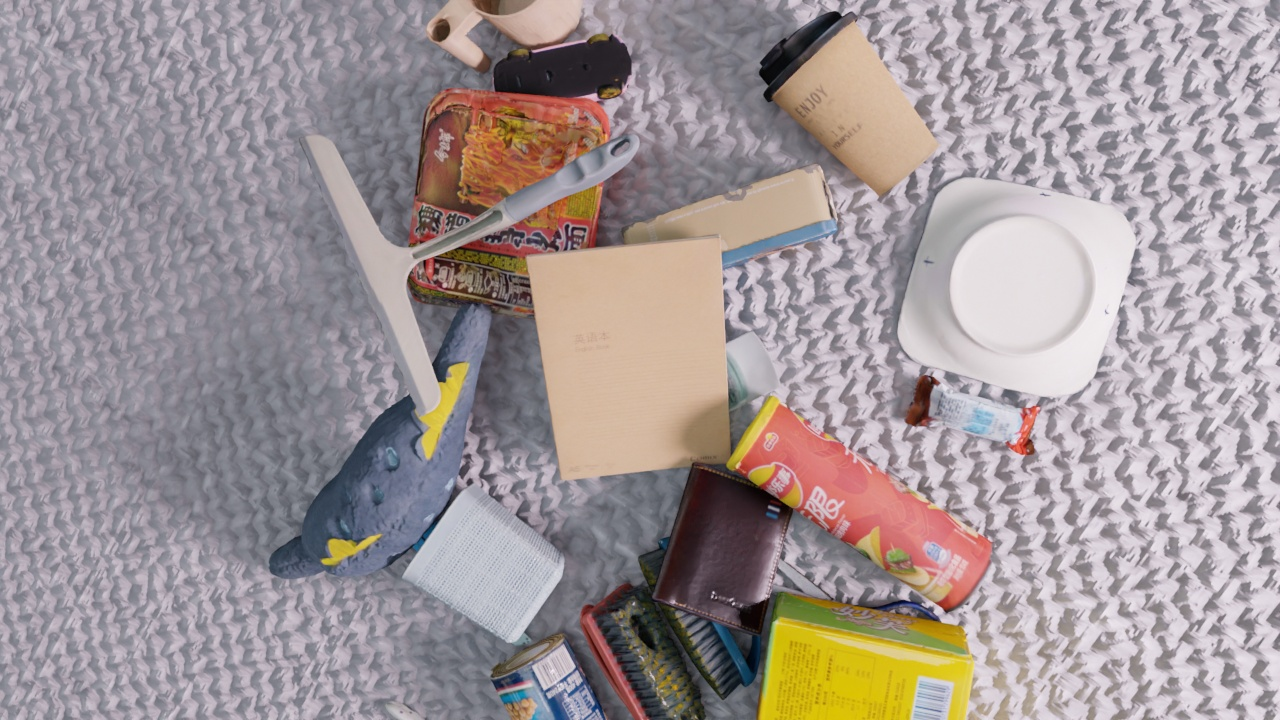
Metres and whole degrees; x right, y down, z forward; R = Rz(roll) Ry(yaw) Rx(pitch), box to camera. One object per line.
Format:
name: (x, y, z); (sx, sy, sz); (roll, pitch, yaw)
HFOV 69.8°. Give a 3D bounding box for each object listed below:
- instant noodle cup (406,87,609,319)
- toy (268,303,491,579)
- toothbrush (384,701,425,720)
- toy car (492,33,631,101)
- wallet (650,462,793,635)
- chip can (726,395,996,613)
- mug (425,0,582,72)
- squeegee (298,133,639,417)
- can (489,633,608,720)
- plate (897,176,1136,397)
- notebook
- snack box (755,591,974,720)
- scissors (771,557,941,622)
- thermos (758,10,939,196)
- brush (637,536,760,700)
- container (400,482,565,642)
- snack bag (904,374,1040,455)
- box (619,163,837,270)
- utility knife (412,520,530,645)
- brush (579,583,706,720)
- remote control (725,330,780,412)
instant noodle cup: (-0.109, -0.133, 0.788); (0.164, 0.079, 0.189); (10, 96, 10)
toy: (-0.225, 0.109, 0.786); (0.357, 0.091, 0.137); (-46, 40, 24)
toothbrush: (-0.162, 0.375, 0.858); (0.187, 0.016, 0.017); (31, 108, 7)
toy car: (-0.067, -0.246, 0.798); (0.122, 0.037, 0.056); (-12, 93, -1)
wallet: (0.071, 0.157, 0.768); (0.096, 0.020, 0.122); (20, 70, -4)
chip can: (0.177, 0.117, 0.751); (0.216, 0.073, 0.073); (34, 98, 6)
mug: (-0.113, -0.298, 0.767); (0.125, 0.103, 0.084); (-43, 85, 10)
squeegee: (-0.111, -0.118, 0.730); (0.246, 0.039, 0.246); (-26, 84, 4)
can: (-0.075, 0.306, 0.807); (0.075, 0.075, 0.111); (-29, 87, 11)
plate: (0.302, -0.059, 0.737); (0.164, 0.034, 0.164); (14, 96, 10)
notebook: (-0.004, 0.004, 0.746); (0.149, 0.012, 0.212); (-6, 120, -1)
snack box: (0.173, 0.310, 0.754); (0.158, 0.070, 0.210); (8, 99, 12)
scissors: (0.180, 0.213, 0.785); (0.147, 0.012, 0.169); (-28, 88, 12)
thermos: (0.167, -0.204, 0.731); (0.093, 0.093, 0.143); (-41, 92, 10)
brush: (0.059, 0.213, 0.789); (0.073, 0.055, 0.144); (-31, 86, -12)
container: (-0.130, 0.176, 0.797); (0.111, 0.090, 0.090); (34, 86, -1)
snack bag: (0.274, 0.046, 0.751); (0.105, 0.026, 0.045); (16, 105, 11)
box: (0.067, -0.103, 0.753); (0.184, 0.089, 0.059); (-19, 91, 13)
utility knife: (-0.161, 0.201, 0.847); (0.034, 0.018, 0.166); (-44, 86, 9)
brush: (0.001, 0.273, 0.802); (0.069, 0.063, 0.146); (-29, 89, 41)
remote control: (0.052, 0.026, 0.796); (0.135, 0.019, 0.056); (-26, 88, 11)
